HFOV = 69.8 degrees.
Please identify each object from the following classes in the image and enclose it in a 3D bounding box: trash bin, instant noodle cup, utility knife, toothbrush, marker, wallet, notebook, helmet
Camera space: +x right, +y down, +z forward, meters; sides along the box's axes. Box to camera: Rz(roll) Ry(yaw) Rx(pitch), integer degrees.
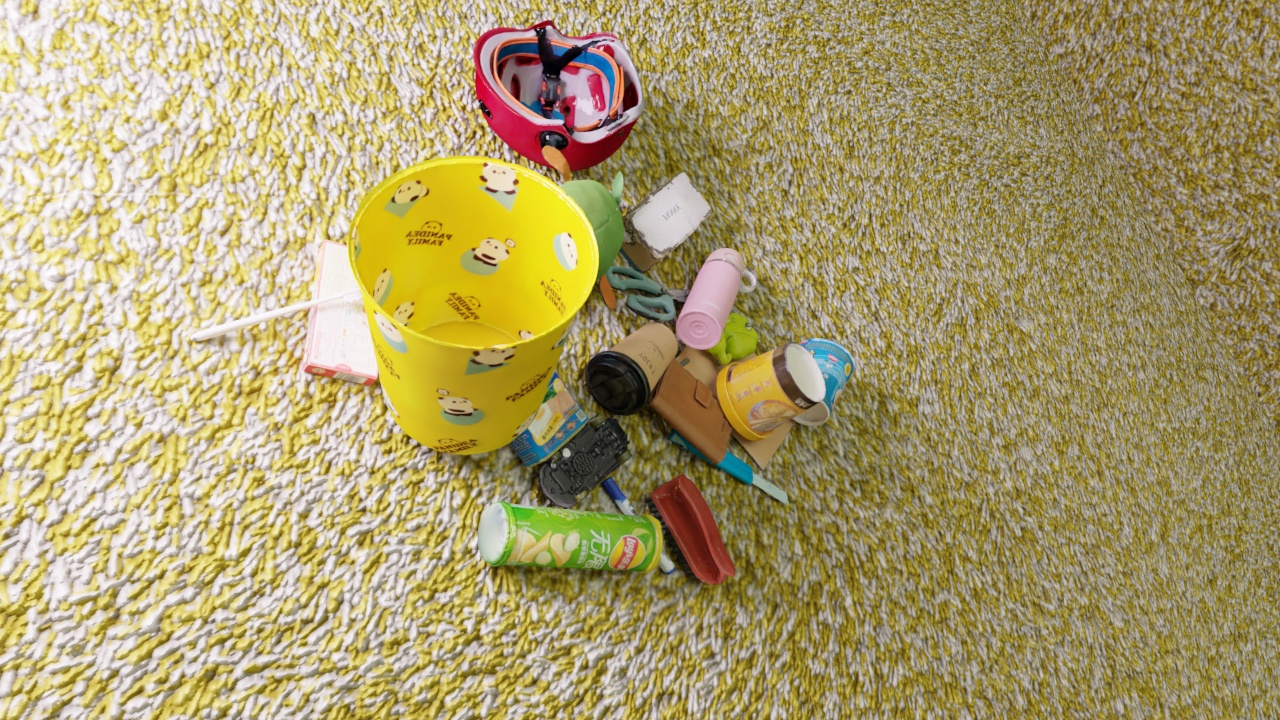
[{"bbox_3d":[-0.177,-0.040,0.954,0.229,0.256,0.229,6,57,-10],"label":"trash bin"},{"bbox_3d":[0.266,0.038,1.397,0.099,0.099,0.109,41,51,-15],"label":"instant noodle cup"},{"bbox_3d":[0.130,0.149,1.292,0.218,0.018,0.034,33,51,-20],"label":"utility knife"},{"bbox_3d":[-0.381,-0.047,0.972,0.179,0.016,0.016,-20,81,-29],"label":"toothbrush"},{"bbox_3d":[-0.002,0.210,1.164,0.016,0.017,0.146,-38,94,-42],"label":"marker"},{"bbox_3d":[0.073,0.065,1.267,0.130,0.035,0.118,42,39,-14],"label":"wallet"},{"bbox_3d":[0.188,0.039,1.298,0.118,0.115,0.118,32,42,-34],"label":"instant noodle cup"},{"bbox_3d":[0.148,0.041,1.365,0.207,0.008,0.147,49,48,-8],"label":"notebook"},{"bbox_3d":[-0.122,-0.346,1.253,0.239,0.144,0.206,2,58,-22],"label":"helmet"}]

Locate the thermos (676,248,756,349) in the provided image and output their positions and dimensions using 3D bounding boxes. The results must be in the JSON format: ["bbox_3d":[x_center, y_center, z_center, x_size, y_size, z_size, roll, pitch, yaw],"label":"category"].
[{"bbox_3d":[0.115,-0.091,1.338,0.087,0.067,0.198,28,38,0],"label":"thermos"}]

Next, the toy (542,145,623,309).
[{"bbox_3d":[-0.076,-0.168,1.183,0.246,0.090,0.227,-59,134,-65],"label":"toy"}]

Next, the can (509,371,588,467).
[{"bbox_3d":[-0.122,0.069,1.112,0.101,0.057,0.083,-41,99,-41],"label":"can"}]

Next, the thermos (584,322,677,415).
[{"bbox_3d":[-0.007,0.007,1.212,0.093,0.093,0.142,52,41,-6],"label":"thermos"}]

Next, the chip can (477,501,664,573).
[{"bbox_3d":[-0.080,0.207,1.068,0.221,0.073,0.072,12,62,-33],"label":"chip can"}]

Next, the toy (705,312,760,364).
[{"bbox_3d":[0.134,-0.032,1.361,0.100,0.031,0.096,16,57,-26],"label":"toy"}]

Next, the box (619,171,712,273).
[{"bbox_3d":[0.034,-0.210,1.363,0.090,0.061,0.183,52,46,-6],"label":"box"}]

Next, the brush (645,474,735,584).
[{"bbox_3d":[0.070,0.221,1.179,0.063,0.069,0.146,-25,86,-41],"label":"brush"}]

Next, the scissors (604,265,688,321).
[{"bbox_3d":[0.030,-0.084,1.300,0.179,0.019,0.143,11,34,-44],"label":"scissors"}]

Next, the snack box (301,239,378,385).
[{"bbox_3d":[-0.329,-0.054,1.030,0.077,0.027,0.155,15,61,-31],"label":"snack box"}]

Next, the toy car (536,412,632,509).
[{"bbox_3d":[-0.070,0.123,1.135,0.157,0.042,0.070,-38,94,-43],"label":"toy car"}]
